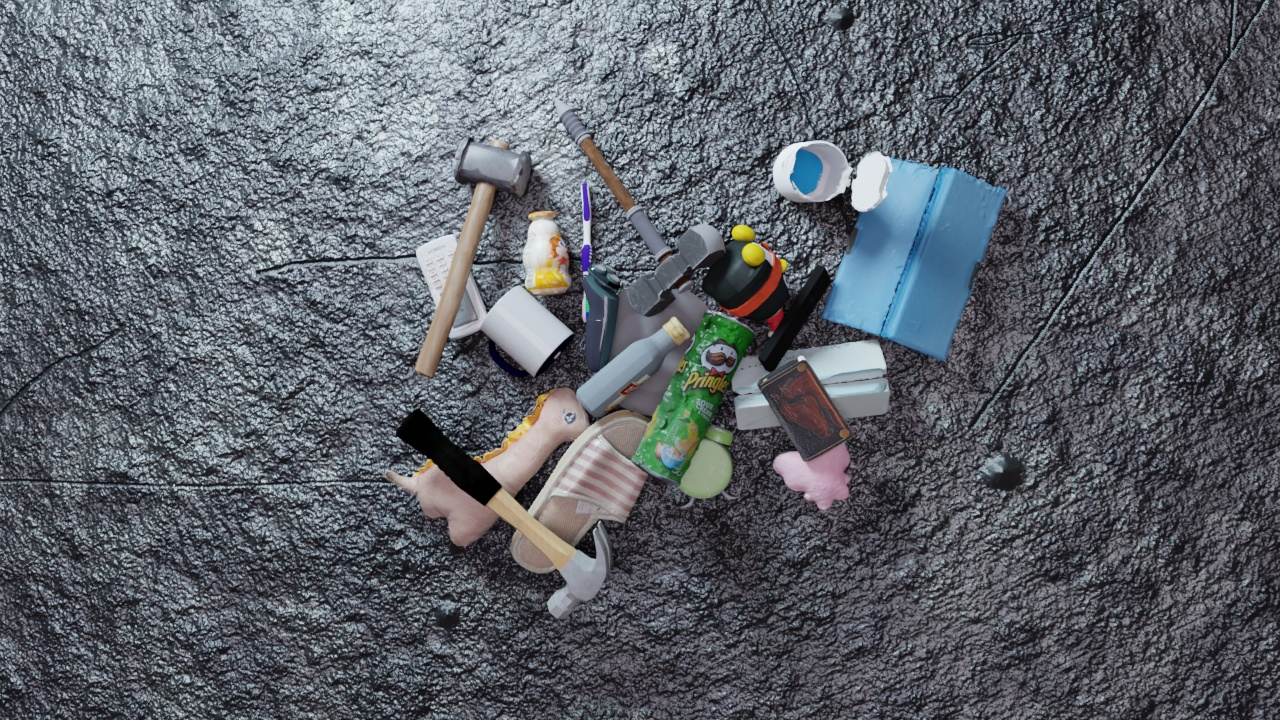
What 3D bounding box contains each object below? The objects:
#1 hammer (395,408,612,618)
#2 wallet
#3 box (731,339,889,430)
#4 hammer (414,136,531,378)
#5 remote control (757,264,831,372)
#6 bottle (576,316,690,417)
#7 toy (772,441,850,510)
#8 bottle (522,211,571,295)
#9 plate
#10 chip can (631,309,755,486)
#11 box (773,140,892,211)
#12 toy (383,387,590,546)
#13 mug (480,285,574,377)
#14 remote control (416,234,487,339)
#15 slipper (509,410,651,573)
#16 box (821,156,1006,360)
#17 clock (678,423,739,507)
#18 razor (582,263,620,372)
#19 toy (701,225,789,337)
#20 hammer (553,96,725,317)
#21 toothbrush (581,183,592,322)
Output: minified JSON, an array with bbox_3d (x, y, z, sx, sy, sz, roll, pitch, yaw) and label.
[{"bbox_3d":[-0.176,0.184,1.173,0.328,0.039,0.131,41,110,0],"label":"hammer"},{"bbox_3d":[0.205,0.061,1.146,0.072,0.019,0.123,-32,104,9],"label":"wallet"},{"bbox_3d":[0.216,0.023,1.194,0.199,0.086,0.096,-8,61,5],"label":"box"},{"bbox_3d":[-0.232,-0.135,1.209,0.098,0.052,0.328,16,84,5],"label":"hammer"},{"bbox_3d":[0.199,-0.054,1.179,0.013,0.034,0.150,26,77,36],"label":"remote control"},{"bbox_3d":[-0.007,0.007,1.188,0.161,0.072,0.046,-40,82,6],"label":"bottle"},{"bbox_3d":[0.234,0.143,1.192,0.102,0.050,0.093,-29,86,3],"label":"toy"},{"bbox_3d":[-0.125,-0.141,1.214,0.063,0.063,0.108,-5,92,6],"label":"bottle"},{"bbox_3d":[0.020,-0.015,1.229,0.178,0.012,0.178,0,92,6],"label":"plate"},{"bbox_3d":[0.065,0.048,1.166,0.075,0.075,0.223,27,85,4],"label":"chip can"},{"bbox_3d":[0.234,-0.229,1.131,0.118,0.159,0.084,19,99,-6],"label":"box"},{"bbox_3d":[-0.196,0.122,1.231,0.196,0.065,0.264,39,94,-1],"label":"toy"},{"bbox_3d":[-0.158,-0.027,1.222,0.097,0.078,0.112,42,123,3],"label":"mug"},{"bbox_3d":[-0.254,-0.100,1.248,0.060,0.025,0.138,-22,89,6],"label":"remote control"},{"bbox_3d":[-0.070,0.182,1.210,0.115,0.052,0.263,35,99,-26],"label":"slipper"},{"bbox_3d":[0.348,-0.133,1.164,0.173,0.066,0.232,19,91,8],"label":"box"},{"bbox_3d":[0.081,0.133,1.213,0.094,0.042,0.119,-13,90,5],"label":"clock"},{"bbox_3d":[-0.054,-0.055,1.208,0.052,0.047,0.143,10,98,34],"label":"razor"},{"bbox_3d":[0.144,-0.097,1.175,0.119,0.097,0.100,36,111,-26],"label":"toy"},{"bbox_3d":[-0.028,-0.222,1.195,0.156,0.043,0.322,-42,74,32],"label":"hammer"},{"bbox_3d":[-0.072,-0.145,1.233,0.016,0.015,0.186,0,91,5],"label":"toothbrush"}]
